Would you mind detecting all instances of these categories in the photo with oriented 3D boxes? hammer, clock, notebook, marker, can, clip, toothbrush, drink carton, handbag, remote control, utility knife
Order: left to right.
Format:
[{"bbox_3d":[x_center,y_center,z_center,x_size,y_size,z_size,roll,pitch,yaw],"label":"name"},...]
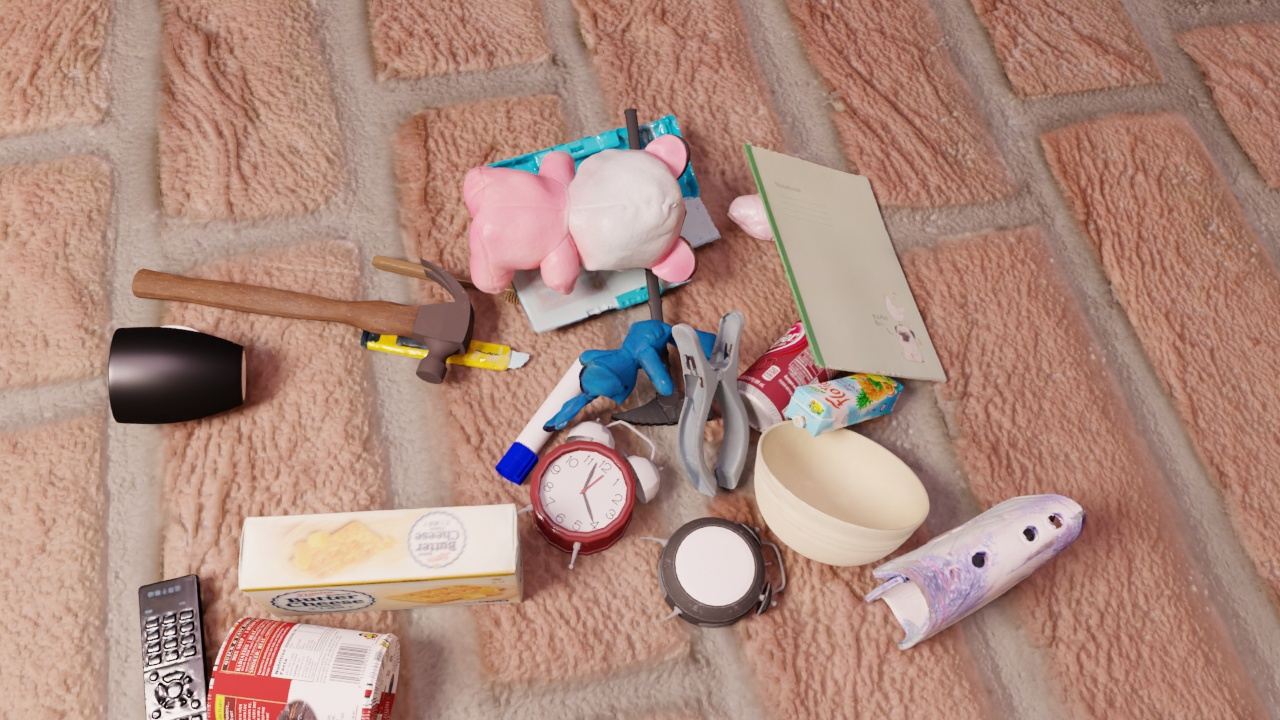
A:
[{"bbox_3d":[-0.366,0.248,0.726,0.047,0.022,0.150,-11,67,-11],"label":"remote control"},{"bbox_3d":[-0.317,-0.053,0.864,0.323,0.033,0.115,8,63,3],"label":"hammer"},{"bbox_3d":[-0.252,0.246,0.699,0.116,0.087,0.086,7,63,-1],"label":"can"},{"bbox_3d":[-0.187,-0.013,0.876,0.163,0.017,0.030,10,74,-3],"label":"utility knife"},{"bbox_3d":[-0.184,-0.079,0.907,0.167,0.016,0.016,13,62,1],"label":"toothbrush"},{"bbox_3d":[-0.084,0.054,0.845,0.027,0.023,0.132,30,65,13],"label":"marker"},{"bbox_3d":[-0.044,0.111,0.807,0.096,0.048,0.137,37,67,13],"label":"clock"},{"bbox_3d":[0.002,-0.096,0.893,0.095,0.015,0.324,-5,77,-8],"label":"hammer"},{"bbox_3d":[0.052,0.043,0.796,0.107,0.028,0.163,-12,106,-43],"label":"clip"},{"bbox_3d":[0.066,0.179,0.785,0.122,0.044,0.091,-6,64,-8],"label":"clock"},{"bbox_3d":[0.141,0.013,0.864,0.063,0.063,0.114,42,67,15],"label":"can"},{"bbox_3d":[0.200,-0.097,0.907,0.181,0.010,0.252,6,59,-35],"label":"notebook"},{"bbox_3d":[0.187,0.037,0.838,0.128,0.039,0.044,-10,39,-41],"label":"drink carton"},{"bbox_3d":[0.275,0.168,0.764,0.158,0.127,0.069,-23,65,-14],"label":"handbag"}]

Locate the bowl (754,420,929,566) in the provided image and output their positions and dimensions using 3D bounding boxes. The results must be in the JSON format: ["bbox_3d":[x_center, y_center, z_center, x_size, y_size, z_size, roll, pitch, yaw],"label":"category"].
[{"bbox_3d":[0.162,0.124,0.791,0.150,0.075,0.150,14,27,-8],"label":"bowl"}]

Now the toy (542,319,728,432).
[{"bbox_3d":[-0.005,0.005,0.810,0.176,0.113,0.071,-25,91,-23],"label":"toy"}]

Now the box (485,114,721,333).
[{"bbox_3d":[-0.039,-0.138,0.928,0.226,0.056,0.185,-20,85,-18],"label":"box"}]

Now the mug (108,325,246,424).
[{"bbox_3d":[-0.407,0.004,0.818,0.100,0.085,0.118,0,33,-19],"label":"mug"}]

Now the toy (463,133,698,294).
[{"bbox_3d":[-0.054,-0.133,0.847,0.213,0.084,0.142,-4,81,-6],"label":"toy"}]

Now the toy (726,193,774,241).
[{"bbox_3d":[0.150,-0.149,0.954,0.099,0.053,0.096,-37,84,-21],"label":"toy"}]

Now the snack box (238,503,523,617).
[{"bbox_3d":[-0.200,0.162,0.736,0.208,0.104,0.057,-2,63,-6],"label":"snack box"}]
